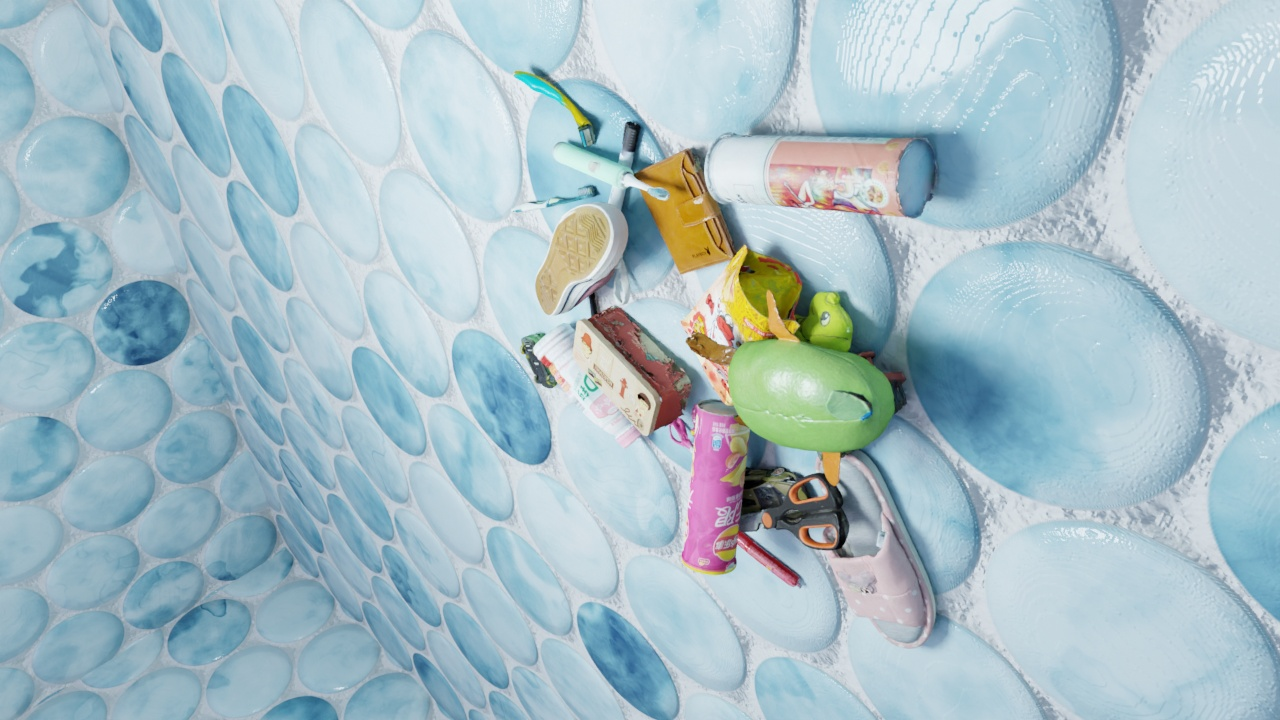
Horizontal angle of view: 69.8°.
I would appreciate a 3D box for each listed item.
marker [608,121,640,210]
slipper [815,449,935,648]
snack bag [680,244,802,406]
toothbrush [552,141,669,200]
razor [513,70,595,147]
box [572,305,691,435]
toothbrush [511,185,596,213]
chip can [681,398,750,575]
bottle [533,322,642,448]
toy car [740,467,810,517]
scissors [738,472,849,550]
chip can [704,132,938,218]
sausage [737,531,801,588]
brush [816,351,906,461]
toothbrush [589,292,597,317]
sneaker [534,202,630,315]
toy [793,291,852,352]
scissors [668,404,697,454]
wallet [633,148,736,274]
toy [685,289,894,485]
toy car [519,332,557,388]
[{"bbox_3d":[-0.021,-0.226,1.086,0.022,0.018,0.131,62,151,31],"label":"marker"},{"bbox_3d":[0.265,0.226,1.068,0.114,0.054,0.274,-2,114,51],"label":"slipper"},{"bbox_3d":[0.109,-0.035,1.040,0.128,0.073,0.208,57,153,13],"label":"snack bag"},{"bbox_3d":[-0.036,-0.219,1.066,0.224,0.027,0.026,33,114,46],"label":"toothbrush"},{"bbox_3d":[-0.104,-0.312,1.106,0.132,0.028,0.043,43,175,15],"label":"razor"},{"bbox_3d":[-0.007,0.007,1.217,0.168,0.079,0.091,45,146,26],"label":"box"},{"bbox_3d":[-0.119,-0.213,1.218,0.192,0.016,0.018,2,109,50],"label":"toothbrush"},{"bbox_3d":[0.095,0.157,1.147,0.071,0.071,0.211,18,110,43],"label":"chip can"},{"bbox_3d":[-0.069,0.039,1.320,0.197,0.068,0.068,50,146,3],"label":"bottle"},{"bbox_3d":[0.151,0.171,1.178,0.158,0.042,0.070,-8,111,50],"label":"toy car"},{"bbox_3d":[0.167,0.178,1.121,0.235,0.021,0.137,13,108,56],"label":"scissors"},{"bbox_3d":[0.163,-0.175,0.855,0.215,0.071,0.071,14,128,44],"label":"chip can"},{"bbox_3d":[0.159,0.262,1.261,0.156,0.020,0.020,36,141,27],"label":"sausage"},{"bbox_3d":[0.221,0.051,0.983,0.146,0.063,0.069,118,144,-53],"label":"brush"},{"bbox_3d":[-0.063,-0.084,1.254,0.018,0.015,0.181,20,132,29],"label":"toothbrush"},{"bbox_3d":[-0.059,-0.128,1.149,0.118,0.087,0.242,65,151,11],"label":"sneaker"},{"bbox_3d":[0.191,-0.026,0.973,0.100,0.031,0.097,8,110,58],"label":"toy"},{"bbox_3d":[0.071,0.120,1.227,0.125,0.017,0.133,12,107,54],"label":"scissors"},{"bbox_3d":[0.056,-0.167,1.030,0.119,0.035,0.130,-7,111,60],"label":"wallet"},{"bbox_3d":[0.156,0.033,0.925,0.247,0.089,0.227,10,132,56],"label":"toy"},{"bbox_3d":[-0.152,0.000,1.411,0.043,0.036,0.091,2,118,49],"label":"toy car"}]
